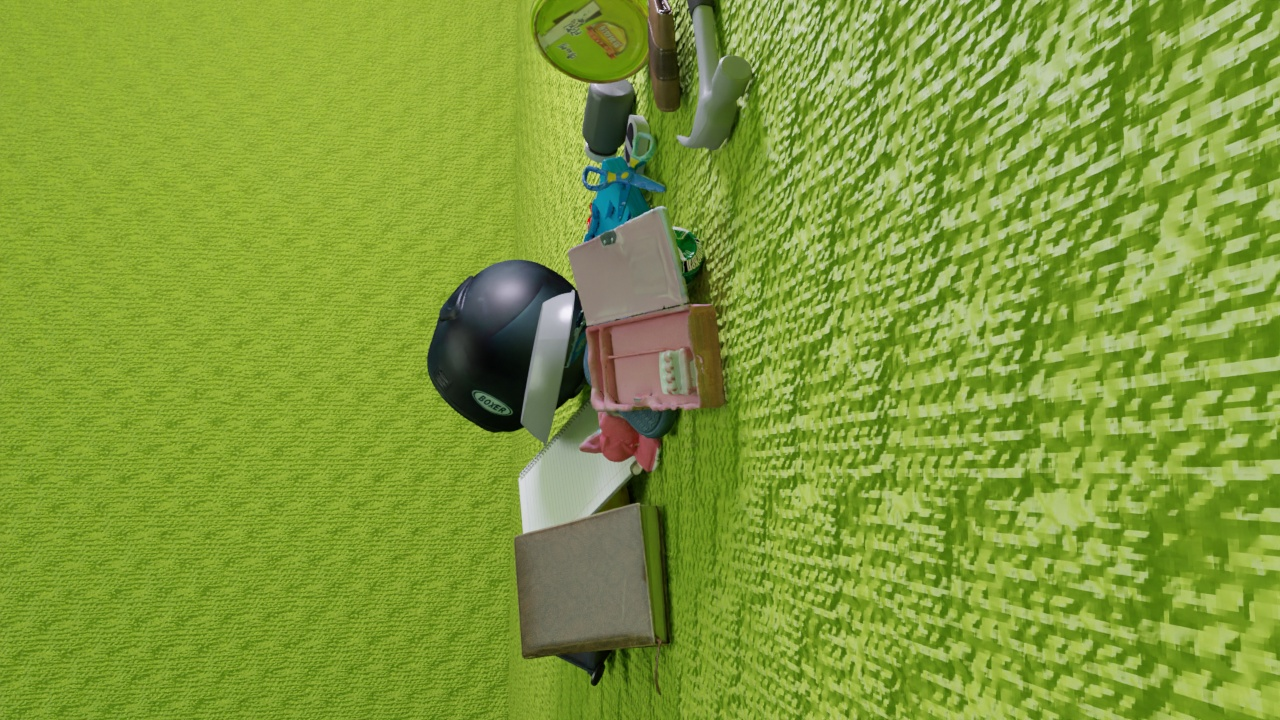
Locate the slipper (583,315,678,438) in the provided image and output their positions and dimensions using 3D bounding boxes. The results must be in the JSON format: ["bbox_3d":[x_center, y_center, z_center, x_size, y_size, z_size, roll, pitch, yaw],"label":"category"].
[{"bbox_3d":[-0.006,0.006,0.997,0.213,0.059,0.104,48,129,53],"label":"slipper"}]

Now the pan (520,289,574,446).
[{"bbox_3d":[-0.128,0.035,1.237,0.357,0.051,0.200,119,160,-66],"label":"pan"}]

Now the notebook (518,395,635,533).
[{"bbox_3d":[-0.075,0.131,1.135,0.246,0.013,0.177,-48,32,24],"label":"notebook"}]

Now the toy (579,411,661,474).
[{"bbox_3d":[-0.013,0.088,1.018,0.102,0.050,0.065,22,98,31],"label":"toy"}]

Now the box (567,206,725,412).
[{"bbox_3d":[-0.001,-0.038,0.858,0.233,0.039,0.179,-4,97,65],"label":"box"}]

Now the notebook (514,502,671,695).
[{"bbox_3d":[-0.055,0.263,0.996,0.216,0.034,0.190,-22,66,39],"label":"notebook"}]

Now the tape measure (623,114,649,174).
[{"bbox_3d":[-0.005,-0.260,1.107,0.065,0.016,0.064,-106,21,-54],"label":"tape measure"}]

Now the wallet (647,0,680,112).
[{"bbox_3d":[0.022,-0.318,0.927,0.121,0.027,0.099,-97,2,-53],"label":"wallet"}]

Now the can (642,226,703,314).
[{"bbox_3d":[0.024,-0.083,0.869,0.101,0.053,0.053,116,153,-62],"label":"can"}]

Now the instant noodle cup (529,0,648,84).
[{"bbox_3d":[-0.049,-0.403,1.052,0.146,0.146,0.097,111,168,-58],"label":"instant noodle cup"}]

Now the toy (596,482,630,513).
[{"bbox_3d":[-0.035,0.188,1.147,0.095,0.041,0.094,-103,24,-51],"label":"toy"}]

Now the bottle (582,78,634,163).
[{"bbox_3d":[-0.044,-0.312,1.190,0.109,0.060,0.060,106,161,-50],"label":"bottle"}]

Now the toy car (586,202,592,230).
[{"bbox_3d":[-0.068,-0.203,1.372,0.089,0.025,0.038,-105,20,-52],"label":"toy car"}]

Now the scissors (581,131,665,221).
[{"bbox_3d":[-0.012,-0.210,1.030,0.125,0.015,0.127,28,81,39],"label":"scissors"}]

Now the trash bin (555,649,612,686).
[{"bbox_3d":[-0.072,0.306,1.135,0.092,0.094,0.161,-48,-29,-47],"label":"trash bin"}]

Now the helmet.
[{"bbox_3d":[-0.196,-0.043,1.465,0.236,0.249,0.315,-52,19,17],"label":"helmet"}]

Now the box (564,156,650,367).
[{"bbox_3d":[-0.039,-0.112,1.142,0.244,0.071,0.170,112,165,-59],"label":"box"}]

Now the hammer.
[{"bbox_3d":[0.053,-0.325,0.824,0.125,0.029,0.310,116,153,-62],"label":"hammer"}]

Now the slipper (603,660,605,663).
[{"bbox_3d":[-0.084,0.329,1.269,0.093,0.081,0.197,113,157,-58],"label":"slipper"}]
